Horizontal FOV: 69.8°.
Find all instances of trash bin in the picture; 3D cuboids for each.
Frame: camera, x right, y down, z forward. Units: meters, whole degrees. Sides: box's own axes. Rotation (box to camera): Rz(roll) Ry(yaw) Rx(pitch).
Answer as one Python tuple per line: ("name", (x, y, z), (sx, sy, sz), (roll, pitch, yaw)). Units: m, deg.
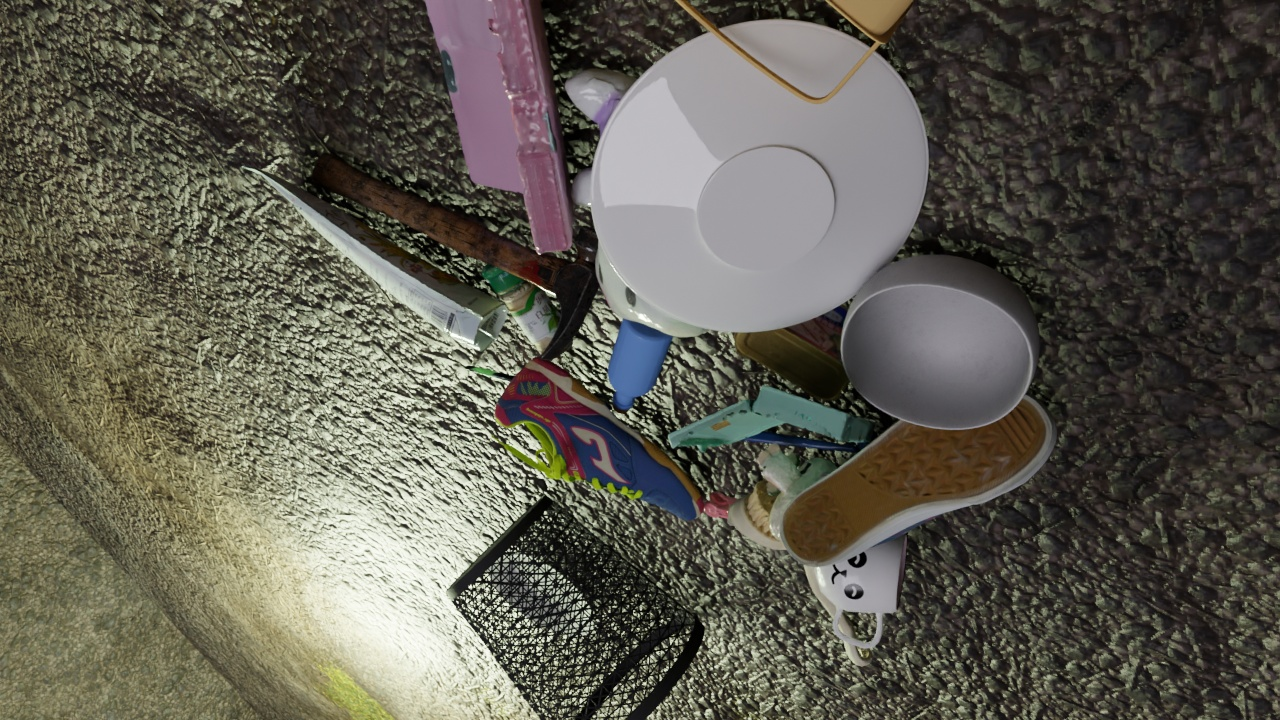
("trash bin", (-0.087, 0.303, 1.087), (0.243, 0.216, 0.218), (46, 140, 0))

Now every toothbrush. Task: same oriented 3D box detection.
("toothbrush", (-0.112, 0.025, 0.979), (0.188, 0.014, 0.017), (14, 122, 25))
("toothbrush", (0.132, 0.069, 0.841), (0.190, 0.016, 0.017), (5, 123, 33))

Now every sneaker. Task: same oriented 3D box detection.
("sneaker", (0.223, 0.094, 0.744), (0.236, 0.079, 0.087), (-35, 66, 28))
("sneaker", (-0.042, 0.100, 0.916), (0.242, 0.091, 0.116), (41, 169, -17))

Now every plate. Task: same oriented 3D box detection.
("plate", (-0.135, 0.315, 1.264), (0.173, 0.019, 0.173), (20, 137, 20))
("plate", (0.081, -0.106, 0.612), (0.229, 0.030, 0.230), (-2, 126, -2))

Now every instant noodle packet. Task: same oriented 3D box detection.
("instant noodle packet", (-0.259, -0.105, 0.919), (0.269, 0.057, 0.147), (34, 170, 4))

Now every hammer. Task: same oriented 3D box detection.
("hammer", (-0.183, -0.116, 0.849), (0.330, 0.033, 0.120), (26, 94, 22))

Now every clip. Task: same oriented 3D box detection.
("clip", (0.097, 0.147, 0.946), (0.059, 0.041, 0.023), (16, 133, 39))

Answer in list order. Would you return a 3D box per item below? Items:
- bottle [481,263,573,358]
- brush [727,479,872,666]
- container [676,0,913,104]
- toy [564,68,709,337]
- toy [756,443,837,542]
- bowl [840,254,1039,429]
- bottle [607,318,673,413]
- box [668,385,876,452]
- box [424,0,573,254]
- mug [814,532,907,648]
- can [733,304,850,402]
("bottle", (-0.107, -0.052, 0.880), (0.043, 0.042, 0.110), (-12, 120, 42))
("brush", (0.177, 0.223, 0.929), (0.078, 0.061, 0.272), (-14, 123, 36))
("container", (0.078, -0.249, 0.492), (0.183, 0.128, 0.167), (41, 129, -4))
("toy", (0.005, -0.116, 0.703), (0.138, 0.085, 0.210), (37, 145, 44))
("toy", (0.147, 0.125, 0.829), (0.050, 0.087, 0.112), (22, 153, 47))
("bowl", (0.215, -0.020, 0.656), (0.132, 0.064, 0.132), (17, 136, 17))
("bottle", (-0.005, 0.005, 0.855), (0.048, 0.047, 0.131), (30, 139, 9))
("box", (0.109, 0.049, 0.724), (0.138, 0.187, 0.056), (1, 84, 19))
("box", (-0.100, -0.218, 0.715), (0.172, 0.075, 0.233), (46, 153, 42))
("mug", (0.200, 0.203, 0.845), (0.076, 0.090, 0.124), (7, 96, 21))
("can", (0.128, -0.018, 0.728), (0.100, 0.058, 0.054), (31, 140, 8))
